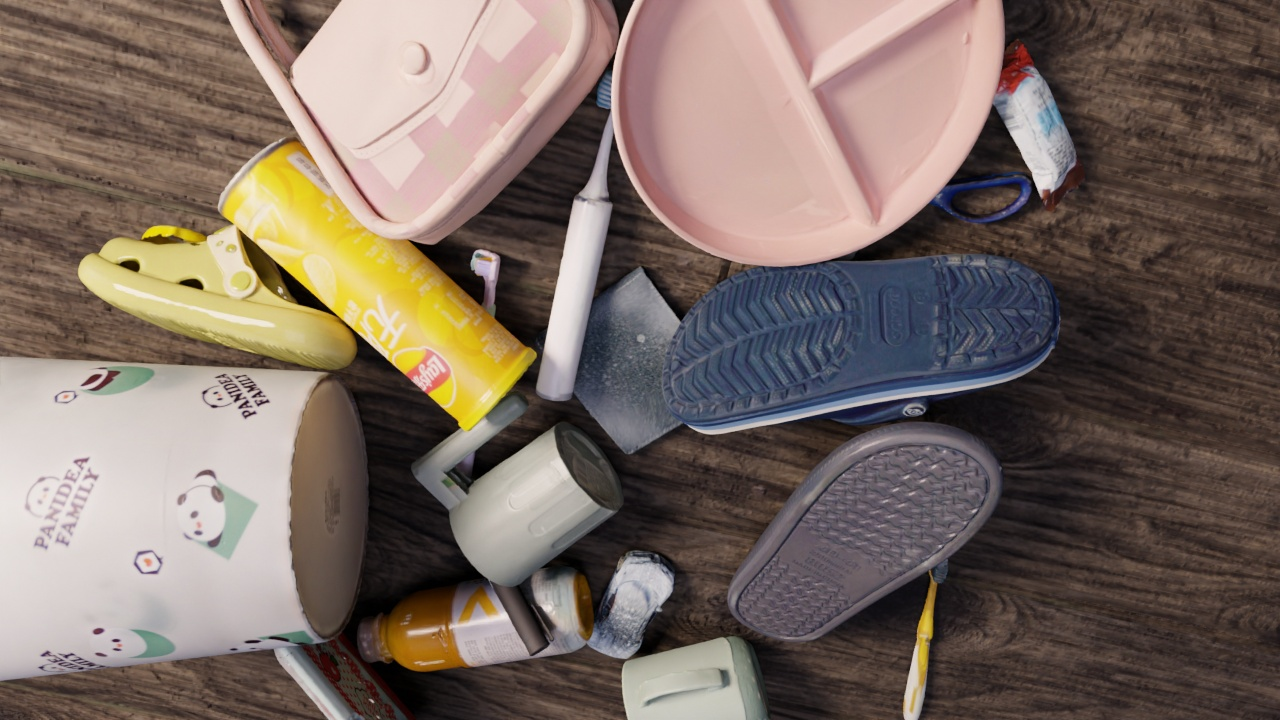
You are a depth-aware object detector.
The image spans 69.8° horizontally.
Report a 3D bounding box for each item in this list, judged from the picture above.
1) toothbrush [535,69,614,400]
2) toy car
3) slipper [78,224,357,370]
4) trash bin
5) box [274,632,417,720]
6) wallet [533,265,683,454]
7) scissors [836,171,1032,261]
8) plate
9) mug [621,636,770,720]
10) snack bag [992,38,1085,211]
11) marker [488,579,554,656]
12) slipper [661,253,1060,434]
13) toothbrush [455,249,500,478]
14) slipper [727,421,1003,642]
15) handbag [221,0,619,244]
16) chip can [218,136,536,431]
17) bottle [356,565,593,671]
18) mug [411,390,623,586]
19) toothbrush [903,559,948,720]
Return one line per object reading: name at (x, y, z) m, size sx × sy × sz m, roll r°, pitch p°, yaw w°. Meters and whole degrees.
toothbrush at (-0.037, -0.079, 0.611) m, size 0.026 × 0.026 × 0.221 m, roll 15°, pitch 107°, yaw 7°
toy car at (-0.009, 0.202, 0.751) m, size 0.049 × 0.031 × 0.106 m, roll 21°, pitch 114°, yaw -8°
slipper at (-0.277, -0.049, 0.628) m, size 0.190 × 0.092 × 0.081 m, roll 17°, pitch 76°, yaw 5°
trash bin at (-0.334, 0.103, 0.624) m, size 0.252 × 0.229 × 0.230 m, roll -2°, pitch 115°, yaw -1°
box at (-0.237, 0.266, 0.743) m, size 0.060 × 0.161 × 0.201 m, roll -39°, pitch 114°, yaw -22°
wallet at (-0.004, 0.004, 0.664) m, size 0.097 × 0.019 × 0.121 m, roll -31°, pitch 112°, yaw 16°
scissors at (0.172, -0.118, 0.599) m, size 0.162 × 0.012 × 0.176 m, roll 13°, pitch 118°, yaw -2°
plate at (0.096, -0.160, 0.534) m, size 0.229 × 0.028 × 0.230 m, roll -5°, pitch 127°, yaw -7°
mug at (0.044, 0.269, 0.742) m, size 0.106 × 0.082 × 0.112 m, roll -16°, pitch 147°, yaw 8°
snack bag at (0.246, -0.145, 0.571) m, size 0.045 × 0.026 × 0.105 m, roll -43°, pitch 109°, yaw -21°
marker at (-0.107, 0.163, 0.703) m, size 0.022 × 0.020 × 0.132 m, roll -28°, pitch 70°, yaw -15°
slipper at (0.141, -0.009, 0.612) m, size 0.253 × 0.105 × 0.095 m, roll -11°, pitch 151°, yaw 17°
toothbrush at (-0.122, 0.011, 0.672) m, size 0.021 × 0.029 × 0.189 m, roll -9°, pitch 123°, yaw -35°
slipper at (0.153, 0.116, 0.683) m, size 0.110 × 0.083 × 0.269 m, roll 28°, pitch 132°, yaw -5°
handbag at (-0.148, -0.206, 0.544) m, size 0.234 × 0.093 × 0.194 m, roll 45°, pitch 109°, yaw -9°
chip can at (-0.169, -0.048, 0.603) m, size 0.213 × 0.072 × 0.072 m, roll 43°, pitch 110°, yaw -8°
bottle at (-0.134, 0.212, 0.742) m, size 0.190 × 0.068 × 0.068 m, roll -11°, pitch 114°, yaw 8°
mug at (-0.089, 0.091, 0.674) m, size 0.103 × 0.083 × 0.124 m, roll -36°, pitch 109°, yaw 16°
toothbrush at (0.236, 0.233, 0.758) m, size 0.016 × 0.018 × 0.192 m, roll 2°, pitch 116°, yaw 4°
